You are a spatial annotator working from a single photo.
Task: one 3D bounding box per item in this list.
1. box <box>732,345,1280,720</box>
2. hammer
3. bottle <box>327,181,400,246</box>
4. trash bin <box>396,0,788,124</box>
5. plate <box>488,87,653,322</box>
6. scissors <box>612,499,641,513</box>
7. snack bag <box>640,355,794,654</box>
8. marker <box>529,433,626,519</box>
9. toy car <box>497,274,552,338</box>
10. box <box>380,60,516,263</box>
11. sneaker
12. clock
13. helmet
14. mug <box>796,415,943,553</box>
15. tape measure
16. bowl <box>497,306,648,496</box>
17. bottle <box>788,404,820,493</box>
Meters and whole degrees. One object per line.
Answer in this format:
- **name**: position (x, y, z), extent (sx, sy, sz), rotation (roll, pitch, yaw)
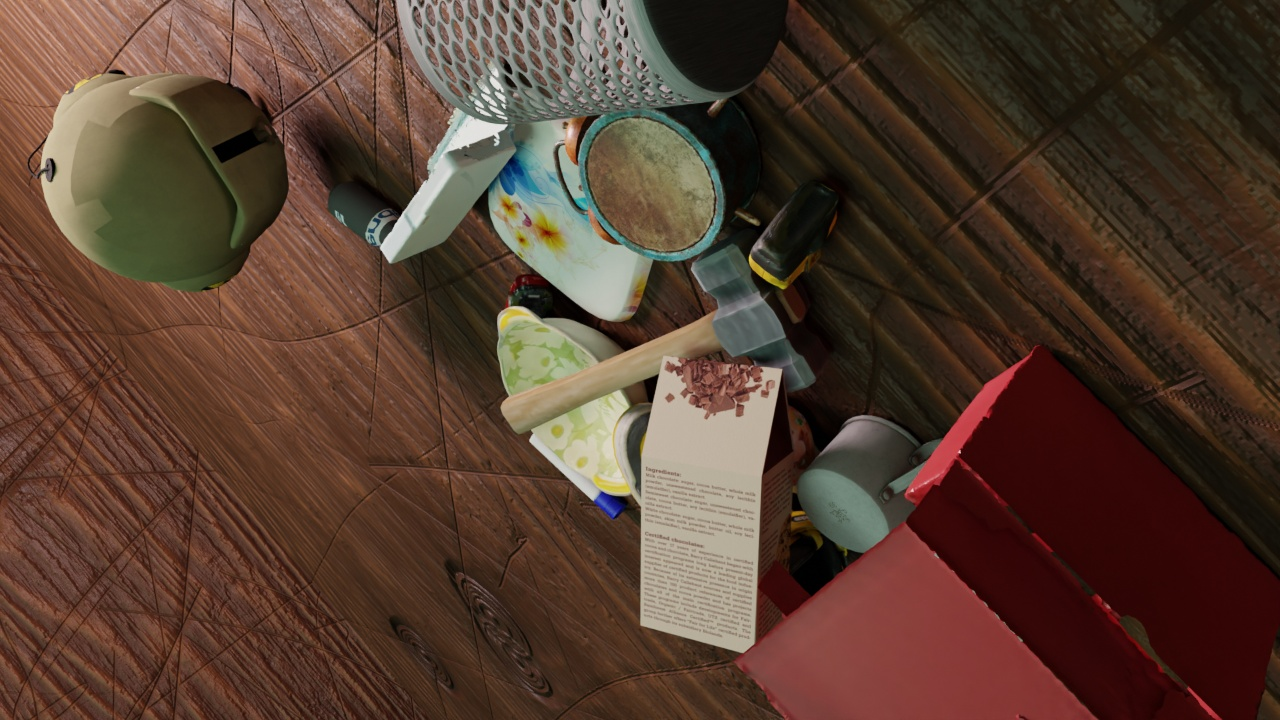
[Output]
- **box**: position (0.188, 0.176, 0.487), extent (0.211, 0.377, 0.124), rotation (46, 162, 5)
- **hammer**: position (-0.004, 0.004, 0.756), extent (0.324, 0.051, 0.117), rotation (-23, 105, 41)
- **bottle**: position (-0.297, -0.156, 1.012), extent (0.112, 0.046, 0.047), rotation (35, 144, 21)
- **trash bin**: position (-0.025, -0.222, 0.539), extent (0.184, 0.156, 0.156), rotation (10, 130, 41)
- **plate**: position (-0.067, -0.127, 0.800), extent (0.187, 0.016, 0.187), rotation (39, 145, 16)
- **scissors**: position (0.046, 0.170, 0.907), extent (0.157, 0.012, 0.170), rotation (20, 170, 4)
- **snack bag**: position (0.058, 0.102, 0.692), extent (0.094, 0.069, 0.206), rotation (7, 104, 28)
- **marker**: position (-0.072, 0.129, 1.050), extent (0.133, 0.023, 0.027), rotation (41, 167, 13)
- **toy car**: position (-0.115, -0.050, 0.908), extent (0.091, 0.042, 0.036), rotation (114, 149, -49)
- **box**: position (-0.170, -0.167, 0.804), extent (0.198, 0.078, 0.122), rotation (-30, 57, 56)
- **sneaker**: position (0.079, 0.131, 0.780), extent (0.238, 0.086, 0.122), rotation (44, 167, -12)
- **clock**: position (0.007, -0.137, 0.652), extent (0.158, 0.073, 0.121), rotation (3, 126, 34)
- **helmet**: position (-0.501, -0.201, 0.997), extent (0.233, 0.255, 0.250), rotation (3, 127, 52)
- **mug**: position (0.176, 0.090, 0.683), extent (0.084, 0.070, 0.113), rotation (53, 148, -4)
- **tape measure**: position (0.103, -0.080, 0.607), extent (0.037, 0.065, 0.064), rotation (38, 168, 11)
- **bowl**: position (-0.053, 0.029, 0.898), extent (0.189, 0.060, 0.219), rotation (-10, 114, 53)
- **bottle**: position (0.111, 0.069, 0.745), extent (0.109, 0.063, 0.063), rotation (47, 147, -9)
